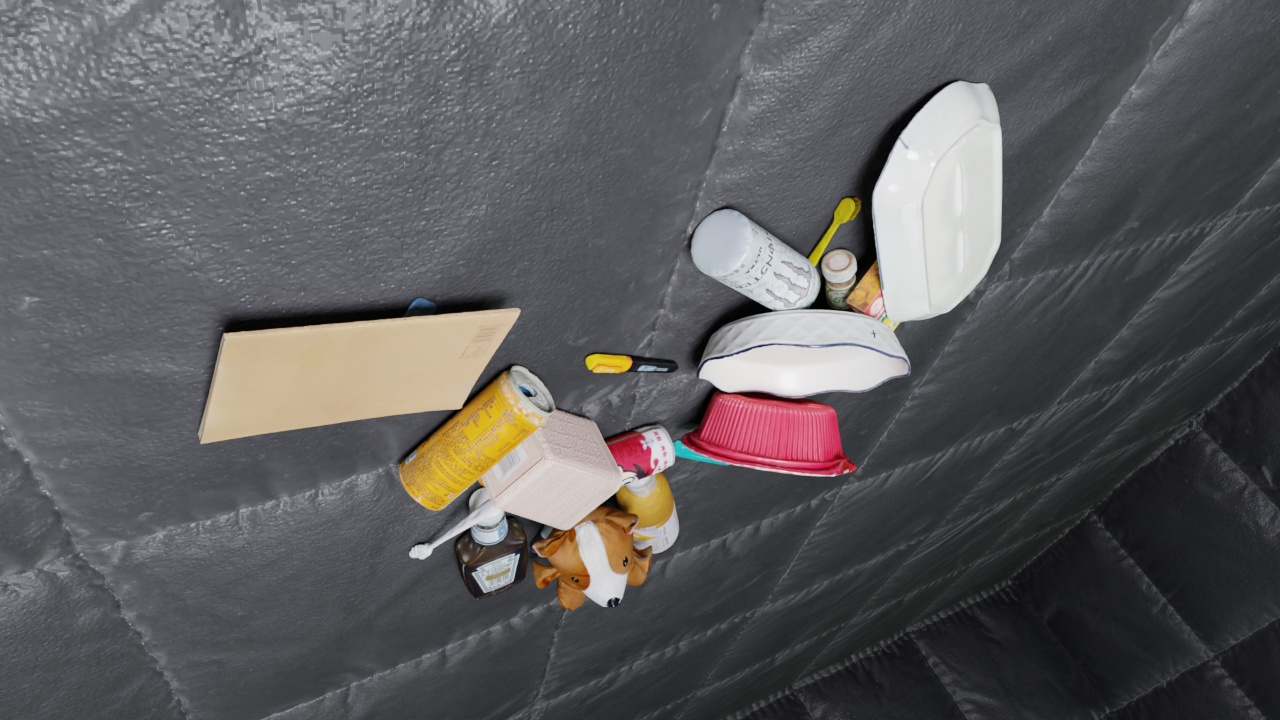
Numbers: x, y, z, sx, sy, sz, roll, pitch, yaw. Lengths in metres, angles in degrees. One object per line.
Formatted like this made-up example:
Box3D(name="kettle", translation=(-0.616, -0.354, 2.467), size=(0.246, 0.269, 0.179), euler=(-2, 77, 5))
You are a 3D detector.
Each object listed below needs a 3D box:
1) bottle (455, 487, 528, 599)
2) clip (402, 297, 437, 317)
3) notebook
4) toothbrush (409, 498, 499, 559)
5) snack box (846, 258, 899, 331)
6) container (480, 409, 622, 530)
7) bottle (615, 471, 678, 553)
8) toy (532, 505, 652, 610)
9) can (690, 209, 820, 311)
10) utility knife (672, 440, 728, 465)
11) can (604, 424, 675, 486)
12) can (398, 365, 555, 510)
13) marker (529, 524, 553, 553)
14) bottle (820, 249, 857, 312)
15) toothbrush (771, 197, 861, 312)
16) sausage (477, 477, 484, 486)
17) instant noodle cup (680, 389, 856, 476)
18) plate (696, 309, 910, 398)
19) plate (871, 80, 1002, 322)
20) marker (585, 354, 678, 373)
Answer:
Box3D(name="bottle", translation=(-0.165, 0.202, 1.015), size=(0.079, 0.044, 0.195), euler=(-20, 148, -19))
Box3D(name="clip", translation=(-0.177, -0.022, 0.692), size=(0.058, 0.045, 0.027), euler=(-37, 152, 21))
Box3D(name="notebook", translation=(-0.209, 0.011, 0.688), size=(0.211, 0.012, 0.150), euler=(-7, 154, -35))
Box3D(name="toothbrush", translation=(-0.187, 0.170, 0.931), size=(0.016, 0.016, 0.181), euler=(9, 148, -40))
Box3D(name="snack box", translation=(0.274, -0.102, 0.922), size=(0.156, 0.027, 0.077), euler=(-54, 143, 3))
Box3D(name="container", translation=(-0.094, 0.099, 0.882), size=(0.090, 0.090, 0.111), euler=(-40, 146, 16))
Box3D(name="bottle", translation=(0.007, 0.174, 1.105), size=(0.068, 0.068, 0.190), euler=(-26, 150, -8))
Box3D(name="toy", translation=(-0.055, 0.230, 1.060), size=(0.140, 0.130, 0.200), euler=(-20, 153, -12))
Box3D(name="can", translation=(0.105, -0.084, 0.812), size=(0.058, 0.058, 0.146), euler=(-43, 148, 19))
Box3D(name="utility knife", translation=(0.082, 0.114, 1.140), size=(0.029, 0.012, 0.151), euler=(-47, 145, 20))
Box3D(name="can", translation=(-0.032, 0.112, 0.989), size=(0.132, 0.053, 0.053), euler=(-18, 148, -22))
Box3D(name="can", translation=(-0.147, 0.070, 0.817), size=(0.146, 0.058, 0.058), euler=(-40, 149, 15))
Box3D(name="marker", translation=(-0.095, 0.185, 1.080), size=(0.022, 0.018, 0.131), euler=(-27, 159, -53))
Box3D(name="bottle", translation=(0.219, -0.042, 0.981), size=(0.060, 0.059, 0.206), euler=(-29, 144, -3))
Box3D(name="toothbrush", translation=(0.165, -0.086, 0.908), size=(0.016, 0.015, 0.191), euler=(-16, 148, -37))
Box3D(name="sausage", translation=(-0.121, 0.135, 0.974), size=(0.021, 0.021, 0.165), euler=(-39, 150, 13))
Box3D(name="instant noodle cup", translation=(0.143, 0.073, 1.003), size=(0.193, 0.194, 0.066), euler=(3, 98, -45))
Box3D(name="plate", translation=(0.159, -0.005, 0.911), size=(0.205, 0.045, 0.205), euler=(1, 165, 0))
Box3D(name="plate", translation=(0.289, -0.134, 0.858), size=(0.162, 0.034, 0.266), euler=(-42, 142, -13))
Box3D(name="marker", translation=(-0.005, 0.005, 0.891), size=(0.123, 0.015, 0.018), euler=(4, 140, -48))
